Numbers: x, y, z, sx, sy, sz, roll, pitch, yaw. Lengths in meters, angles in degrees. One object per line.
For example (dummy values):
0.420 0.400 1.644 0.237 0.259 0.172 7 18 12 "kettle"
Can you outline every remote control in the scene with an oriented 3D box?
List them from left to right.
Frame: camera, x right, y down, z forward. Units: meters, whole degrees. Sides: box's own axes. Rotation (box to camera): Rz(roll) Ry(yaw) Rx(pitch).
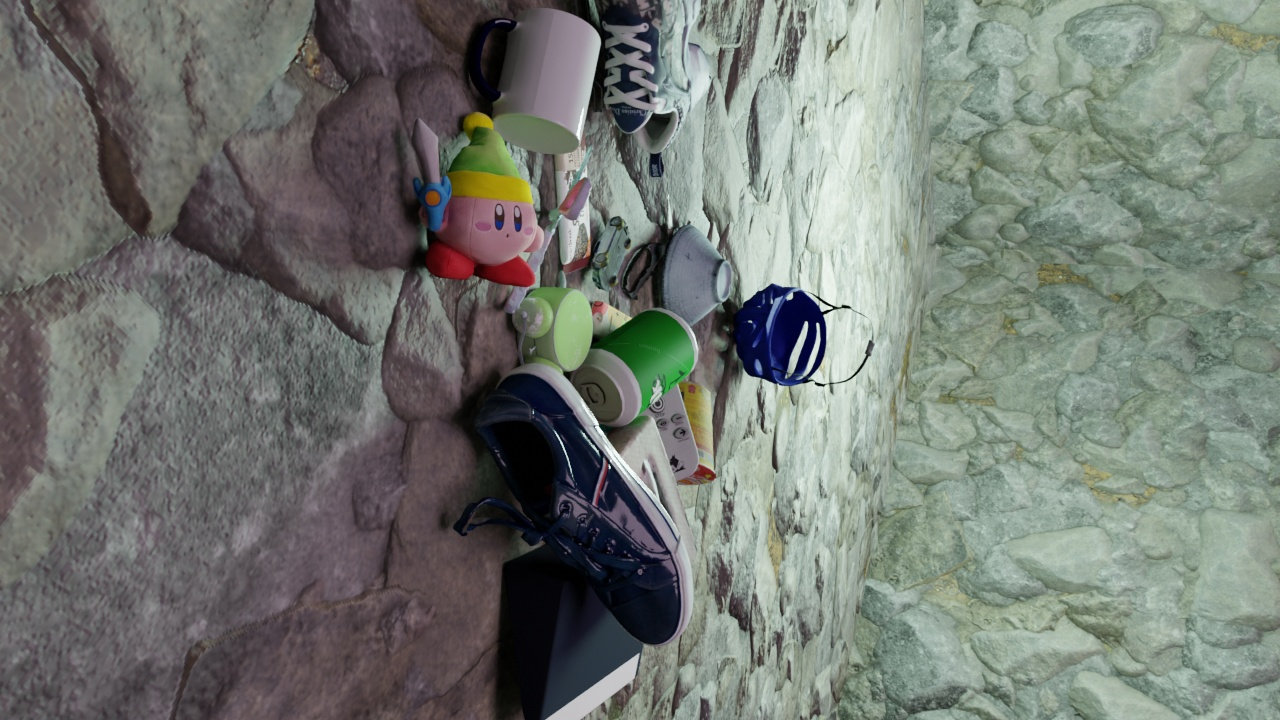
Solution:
-0.025 -0.034 1.042 0.125 0.018 0.038 27 71 -62 "remote control"
0.020 0.067 1.061 0.074 0.019 0.151 -16 89 -30 "remote control"

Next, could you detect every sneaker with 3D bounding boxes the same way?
-0.060 0.152 0.814 0.294 0.121 0.127 58 29 -11 "sneaker"
0.001 -0.299 0.927 0.269 0.103 0.132 54 49 -66 "sneaker"

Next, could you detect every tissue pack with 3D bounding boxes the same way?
0.011 0.159 0.964 0.103 0.071 0.181 -48 128 -55 "tissue pack"

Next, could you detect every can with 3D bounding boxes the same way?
-0.006 0.006 0.983 0.139 0.088 0.088 -37 129 -44 "can"

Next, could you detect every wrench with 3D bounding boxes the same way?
-0.062 -0.378 0.890 0.069 0.010 0.274 -46 135 -54 "wrench"

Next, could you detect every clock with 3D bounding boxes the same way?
-0.085 -0.028 0.883 0.119 0.043 0.094 -48 137 -51 "clock"

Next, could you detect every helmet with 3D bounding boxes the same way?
0.252 -0.028 1.393 0.241 0.228 0.147 36 72 -61 "helmet"

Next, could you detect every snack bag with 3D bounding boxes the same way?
-0.068 -0.169 0.922 0.056 0.013 0.158 -30 122 -59 "snack bag"

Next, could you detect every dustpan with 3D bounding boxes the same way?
-0.063 0.232 0.978 0.236 0.080 0.273 -2 103 -65 "dustpan"

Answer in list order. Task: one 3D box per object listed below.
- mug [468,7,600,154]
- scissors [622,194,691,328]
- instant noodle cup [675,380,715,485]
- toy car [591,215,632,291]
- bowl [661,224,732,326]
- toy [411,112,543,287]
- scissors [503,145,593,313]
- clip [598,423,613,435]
-0.094 -0.244 0.786 0.111 0.079 0.096 18 78 -36 "mug"
0.033 -0.098 1.157 0.201 0.015 0.206 -55 142 -43 "scissors"
0.051 0.090 1.153 0.100 0.100 0.112 53 40 -56 "instant noodle cup"
-0.035 -0.115 0.988 0.039 0.027 0.089 66 37 -52 "toy car"
0.081 -0.103 1.171 0.136 0.057 0.137 -28 122 -60 "bowl"
-0.135 -0.131 0.735 0.124 0.097 0.131 3 106 -37 "toy"
-0.079 -0.116 0.816 0.177 0.013 0.170 -62 -164 4 "scissors"
-0.025 0.083 1.018 0.097 0.026 0.116 32 50 -57 "clip"
